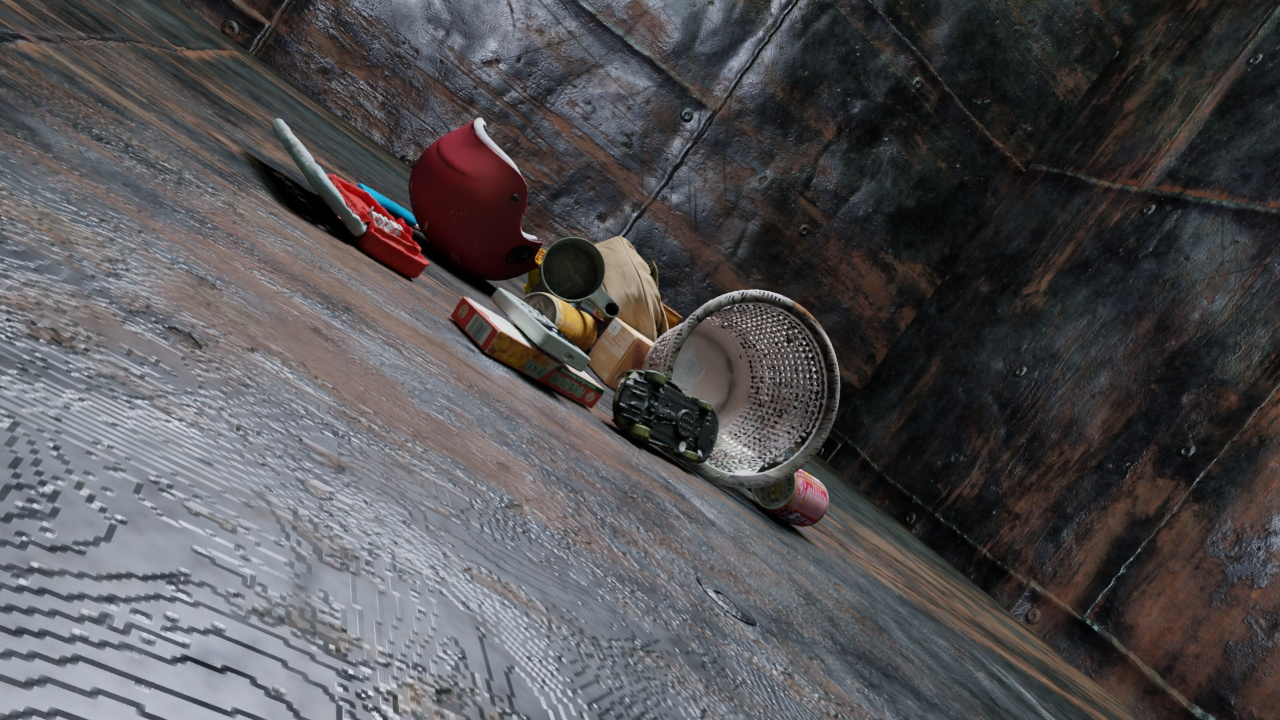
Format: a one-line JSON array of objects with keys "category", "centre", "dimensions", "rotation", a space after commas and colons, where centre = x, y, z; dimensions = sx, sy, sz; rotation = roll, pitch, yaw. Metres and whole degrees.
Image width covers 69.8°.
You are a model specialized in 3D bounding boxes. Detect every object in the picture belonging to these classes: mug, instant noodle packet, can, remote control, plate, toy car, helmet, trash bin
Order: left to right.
[{"category": "helmet", "centre": [-0.234, -0.199, 1.262], "dimensions": [0.207, 0.143, 0.240], "rotation": [55, -16, 36]}, {"category": "remote control", "centre": [-0.100, -0.033, 0.911], "dimensions": [0.058, 0.021, 0.150], "rotation": [33, 3, -36]}, {"category": "instant noodle packet", "centre": [-0.131, -0.114, 1.431], "dimensions": [0.111, 0.044, 0.129], "rotation": [36, -25, 5]}, {"category": "can", "centre": [-0.105, -0.047, 1.182], "dimensions": [0.058, 0.058, 0.146], "rotation": [38, 4, 18]}, {"category": "can", "centre": [-0.109, -0.063, 1.384], "dimensions": [0.134, 0.053, 0.053], "rotation": [34, 5, -34]}, {"category": "mug", "centre": [-0.081, -0.103, 1.229], "dimensions": [0.124, 0.083, 0.103], "rotation": [47, -7, -8]}, {"category": "toy car", "centre": [0.029, 0.062, 0.969], "dimensions": [0.042, 0.070, 0.158], "rotation": [5, -19, 44]}, {"category": "trash bin", "centre": [0.098, 0.029, 1.129], "dimensions": [0.227, 0.227, 0.192], "rotation": [35, -8, -17]}, {"category": "plate", "centre": [0.118, 0.125, 1.282], "dimensions": [0.164, 0.034, 0.163], "rotation": [36, 4, 7]}, {"category": "can", "centre": [0.184, 0.165, 1.135], "dimensions": [0.066, 0.066, 0.093], "rotation": [40, 5, 40]}]

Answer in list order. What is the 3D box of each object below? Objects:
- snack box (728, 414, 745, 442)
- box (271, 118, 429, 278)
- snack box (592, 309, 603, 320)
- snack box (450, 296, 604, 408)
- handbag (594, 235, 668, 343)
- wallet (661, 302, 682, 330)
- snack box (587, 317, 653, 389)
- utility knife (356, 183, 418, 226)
[{"category": "snack box", "centre": [0.099, 0.075, 1.379], "dimensions": [0.125, 0.053, 0.113], "rotation": [31, -16, -9]}, {"category": "box", "centre": [-0.304, -0.166, 0.940], "dimensions": [0.160, 0.050, 0.201], "rotation": [44, -1, -41]}, {"category": "snack box", "centre": [-0.025, -0.054, 1.563], "dimensions": [0.127, 0.113, 0.044], "rotation": [32, 4, -44]}, {"category": "snack box", "centre": [-0.108, -0.006, 0.898], "dimensions": [0.155, 0.027, 0.077], "rotation": [33, 5, -46]}, {"category": "handbag", "centre": [-0.017, -0.097, 1.379], "dimensions": [0.204, 0.100, 0.148], "rotation": [-111, -177, -53]}, {"category": "wallet", "centre": [-0.003, -0.043, 1.517], "dimensions": [0.035, 0.131, 0.119], "rotation": [44, 9, 33]}, {"category": "snack box", "centre": [-0.007, 0.007, 1.256], "dimensions": [0.094, 0.077, 0.093], "rotation": [33, 5, -28]}, {"category": "utility knife", "centre": [-0.349, -0.212, 1.318], "dimensions": [0.034, 0.018, 0.208], "rotation": [49, 7, 14]}]
